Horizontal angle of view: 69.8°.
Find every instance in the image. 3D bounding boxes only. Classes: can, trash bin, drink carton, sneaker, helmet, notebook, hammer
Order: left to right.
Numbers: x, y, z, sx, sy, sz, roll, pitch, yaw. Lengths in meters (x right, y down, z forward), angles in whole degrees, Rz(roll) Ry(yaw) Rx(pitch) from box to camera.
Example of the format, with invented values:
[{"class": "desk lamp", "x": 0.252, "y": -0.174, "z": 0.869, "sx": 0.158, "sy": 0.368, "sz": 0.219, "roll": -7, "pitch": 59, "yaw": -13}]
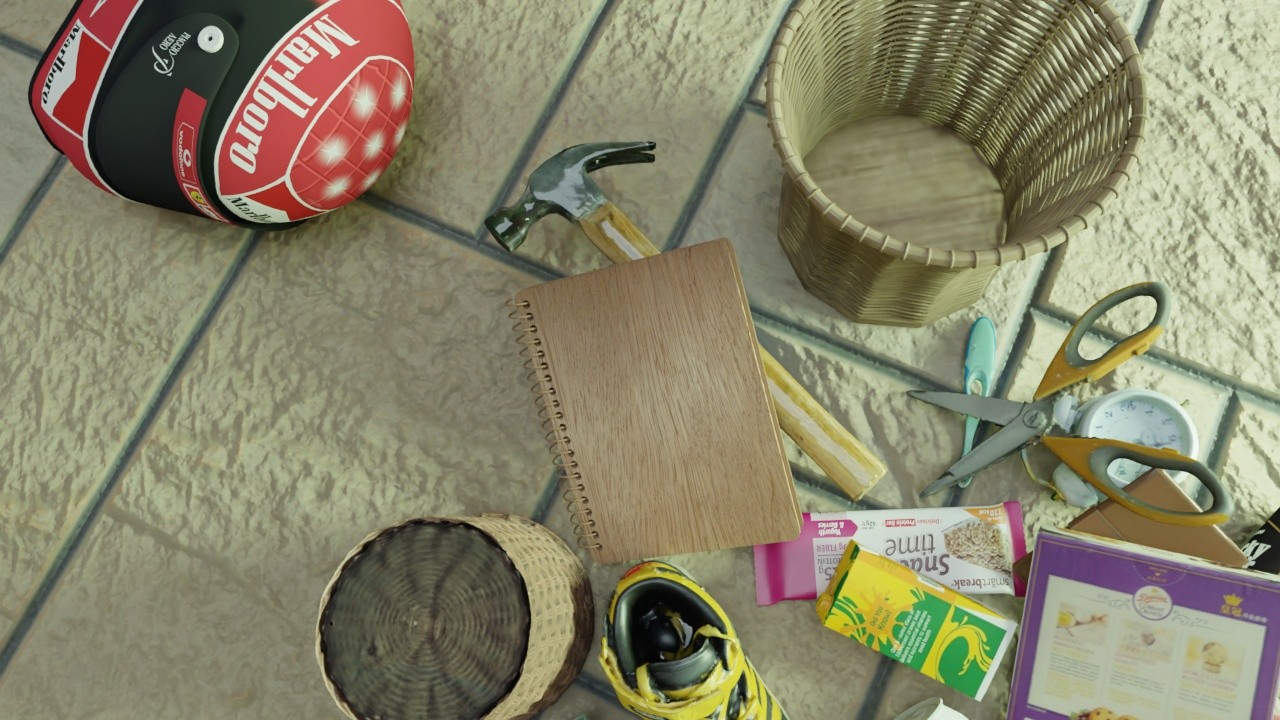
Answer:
[{"class": "helmet", "x": -0.297, "y": -0.211, "z": 0.709, "sx": 0.224, "sy": 0.197, "sz": 0.271, "roll": 35, "pitch": 89, "yaw": 12}, {"class": "trash bin", "x": -0.116, "y": 0.167, "z": 0.588, "sx": 0.151, "sy": 0.210, "sz": 0.151, "roll": -1, "pitch": 75, "yaw": 5}, {"class": "notebook", "x": 0.007, "y": 0.036, "z": 0.644, "sx": 0.169, "sy": 0.022, "sz": 0.210, "roll": -12, "pitch": 101, "yaw": 21}, {"class": "hammer", "x": 0.046, "y": -0.030, "z": 0.659, "sx": 0.132, "sy": 0.033, "sz": 0.330, "roll": -43, "pitch": 81, "yaw": -10}, {"class": "sneaker", "x": 0.049, "y": 0.238, "z": 0.602, "sx": 0.086, "sy": 0.122, "sz": 0.238, "roll": -31, "pitch": 74, "yaw": -2}, {"class": "drink carton", "x": 0.186, "y": 0.177, "z": 0.636, "sx": 0.122, "sy": 0.041, "sz": 0.058, "roll": 25, "pitch": 90, "yaw": 4}, {"class": "can", "x": 0.213, "y": 0.297, "z": 0.596, "sx": 0.078, "sy": 0.078, "sz": 0.136, "roll": -36, "pitch": 76, "yaw": -5}, {"class": "can", "x": 0.432, "y": 0.158, "z": 0.617, "sx": 0.128, "sy": 0.072, "sz": 0.072, "roll": -44, "pitch": 76, "yaw": -7}]

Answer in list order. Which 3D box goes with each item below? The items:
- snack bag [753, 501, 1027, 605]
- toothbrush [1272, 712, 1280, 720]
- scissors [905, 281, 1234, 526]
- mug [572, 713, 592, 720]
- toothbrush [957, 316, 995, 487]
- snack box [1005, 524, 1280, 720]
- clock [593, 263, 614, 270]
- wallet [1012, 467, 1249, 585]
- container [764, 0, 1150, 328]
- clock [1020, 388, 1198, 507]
[{"class": "snack bag", "x": 0.182, "y": 0.141, "z": 0.671, "sx": 0.196, "sy": 0.016, "sz": 0.070, "roll": -2, "pitch": 77, "yaw": 4}, {"class": "toothbrush", "x": 0.371, "y": 0.230, "z": 0.634, "sx": 0.184, "sy": 0.016, "sz": 0.015, "roll": 14, "pitch": 84, "yaw": 6}, {"class": "scissors", "x": 0.299, "y": 0.045, "z": 0.634, "sx": 0.225, "sy": 0.016, "sz": 0.226, "roll": -41, "pitch": 51, "yaw": 8}, {"class": "mug", "x": -0.035, "y": 0.315, "z": 0.617, "sx": 0.104, "sy": 0.084, "sz": 0.111, "roll": 42, "pitch": 110, "yaw": 1}, {"class": "toothbrush", "x": 0.253, "y": 0.029, "z": 0.693, "sx": 0.022, "sy": 0.017, "sz": 0.135, "roll": 10, "pitch": 77, "yaw": 10}, {"class": "snack box", "x": 0.320, "y": 0.194, "z": 0.589, "sx": 0.144, "sy": 0.040, "sz": 0.148, "roll": 10, "pitch": 93, "yaw": 29}, {"class": "clock", "x": -0.004, "y": 0.004, "z": 0.700, "sx": 0.117, "sy": 0.060, "sz": 0.161, "roll": 7, "pitch": 78, "yaw": 5}, {"class": "wallet", "x": 0.333, "y": 0.139, "z": 0.629, "sx": 0.087, "sy": 0.013, "sz": 0.121, "roll": 47, "pitch": 112, "yaw": 4}, {"class": "container", "x": 0.196, "y": -0.140, "z": 0.648, "sx": 0.227, "sy": 0.196, "sz": 0.226, "roll": -1, "pitch": 75, "yaw": 4}, {"class": "clock", "x": 0.335, "y": 0.063, "z": 0.658, "sx": 0.118, "sy": 0.057, "sz": 0.083, "roll": -8, "pitch": 75, "yaw": 10}]
